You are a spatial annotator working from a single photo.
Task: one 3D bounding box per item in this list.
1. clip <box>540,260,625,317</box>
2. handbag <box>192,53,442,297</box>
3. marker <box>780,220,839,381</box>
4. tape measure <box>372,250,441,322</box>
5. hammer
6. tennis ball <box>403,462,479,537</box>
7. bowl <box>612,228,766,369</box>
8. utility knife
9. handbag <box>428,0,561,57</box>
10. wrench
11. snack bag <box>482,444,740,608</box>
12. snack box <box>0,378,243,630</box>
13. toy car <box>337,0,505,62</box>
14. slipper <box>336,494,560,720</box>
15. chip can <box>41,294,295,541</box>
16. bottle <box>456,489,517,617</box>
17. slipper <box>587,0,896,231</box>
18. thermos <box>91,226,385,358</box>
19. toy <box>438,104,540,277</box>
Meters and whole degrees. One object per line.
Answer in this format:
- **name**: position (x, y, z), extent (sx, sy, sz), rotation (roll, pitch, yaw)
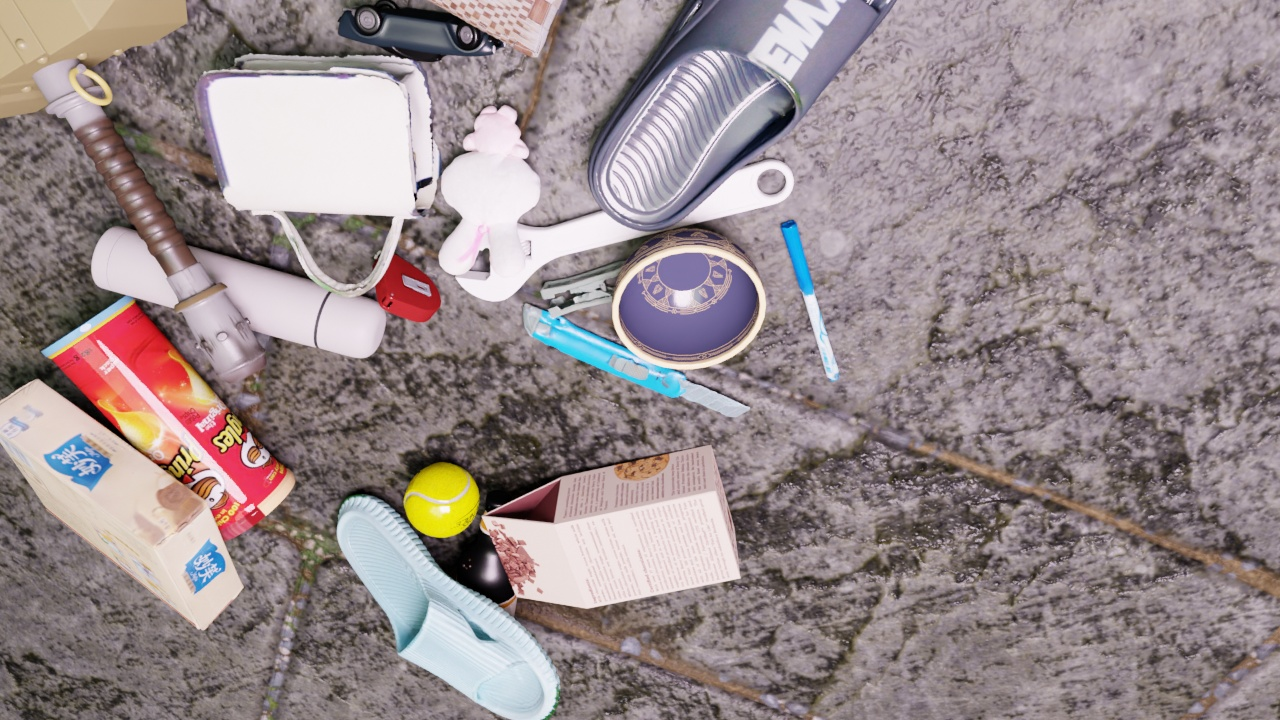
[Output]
- **clip**: position (-0.040, -0.056, 0.727), extent (0.076, 0.023, 0.043), rotation (-14, 118, 16)
- **handbag**: position (-0.225, -0.132, 0.676), extent (0.151, 0.073, 0.176), rotation (2, 119, 5)
- **marker**: position (0.135, -0.044, 0.719), extent (0.013, 0.013, 0.142), rotation (-15, 117, 14)
- **tape measure**: position (-0.184, -0.058, 0.729), extent (0.051, 0.059, 0.019), rotation (22, 124, -41)
- **hammer**: position (-0.369, -0.129, 0.656), extent (0.190, 0.100, 0.325), rotation (-20, 108, 17)
- **tennis ball**: position (-0.177, 0.124, 0.818), extent (0.065, 0.065, 0.065), rotation (3, 119, 5)
- **bowl**: position (0.034, -0.055, 0.692), extent (0.112, 0.061, 0.113), rotation (-1, 131, -1)
- **utility knife**: position (-0.005, 0.004, 0.762), extent (0.207, 0.015, 0.031), rotation (22, 124, -7)
- **handbag**: position (-0.082, -0.297, 0.561), extent (0.124, 0.047, 0.186), rotation (25, 104, -11)
- **wrench**: position (-0.018, -0.104, 0.701), extent (0.274, 0.018, 0.066), rotation (-14, 117, 12)
- **snack bag**: position (-0.026, 0.153, 0.805), extent (0.206, 0.069, 0.094), rotation (-13, 117, 8)
- **snack box**: position (-0.448, 0.126, 0.791), extent (0.207, 0.055, 0.154), rotation (30, 141, 15)
- **toy car**: position (-0.150, -0.224, 0.632), extent (0.112, 0.046, 0.034), rotation (9, 118, 3)
- **slipper**: position (-0.190, 0.232, 0.826), extent (0.276, 0.069, 0.116), rotation (42, 130, 12)
- **chip can**: position (-0.402, 0.051, 0.793), extent (0.087, 0.086, 0.213), rotation (-25, 112, 19)
- **bottle**: position (-0.142, 0.198, 0.860), extent (0.059, 0.059, 0.182), rotation (12, 120, 0)
- **slipper**: position (0.061, -0.188, 0.603), extent (0.110, 0.083, 0.269), rotation (40, 112, -13)
- **thermos**: position (-0.320, -0.053, 0.743), extent (0.224, 0.052, 0.052), rotation (16, 120, -2)
- **toy**: position (-0.111, -0.124, 0.679), extent (0.076, 0.037, 0.125), rotation (6, 92, 16)
